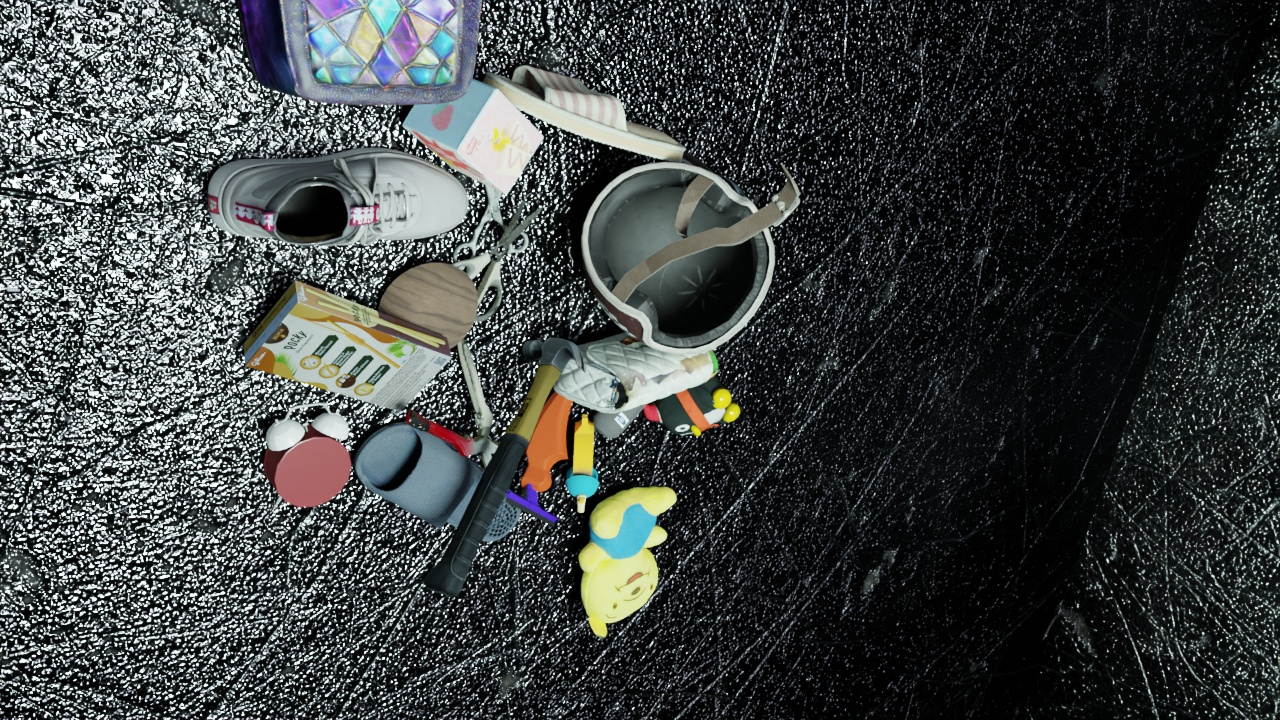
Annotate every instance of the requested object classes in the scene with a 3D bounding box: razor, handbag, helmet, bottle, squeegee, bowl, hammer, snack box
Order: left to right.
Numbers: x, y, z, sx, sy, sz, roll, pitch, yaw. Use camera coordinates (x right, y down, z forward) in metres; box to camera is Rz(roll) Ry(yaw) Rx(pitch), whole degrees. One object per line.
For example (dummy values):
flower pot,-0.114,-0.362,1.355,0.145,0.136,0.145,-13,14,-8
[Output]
snack box,-0.309,-0.010,0.980,0.101,0.031,0.185,-42,139,23
handbag,-0.256,-0.352,0.839,0.204,0.125,0.222,-11,115,-37
bowl,-0.235,-0.050,1.040,0.119,0.032,0.119,-19,130,-25
snack box,-0.176,-0.241,0.965,0.079,0.093,0.094,-58,149,-4
hammer,-0.155,0.114,1.066,0.025,0.118,0.332,43,60,-37
squeegee,-0.120,0.111,1.200,0.250,0.055,0.184,65,44,-72
bottle,-0.020,0.059,1.278,0.112,0.047,0.047,-48,132,-14
handbag,-0.007,0.007,1.185,0.194,0.139,0.072,-18,119,-49
helmet,0.050,-0.130,1.112,0.233,0.234,0.253,-54,155,-1
razor,0.084,-0.242,1.231,0.140,0.053,0.063,33,53,-39

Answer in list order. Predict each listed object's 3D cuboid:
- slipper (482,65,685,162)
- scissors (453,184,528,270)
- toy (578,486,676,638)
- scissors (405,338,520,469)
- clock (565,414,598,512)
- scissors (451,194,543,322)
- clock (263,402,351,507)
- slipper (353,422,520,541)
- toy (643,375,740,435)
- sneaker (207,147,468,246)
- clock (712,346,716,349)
slipper,-0.056,-0.286,1.049,0.262,0.115,0.052,10,113,-37
scissors,-0.181,-0.167,1.062,0.164,0.014,0.141,-45,134,-14
toy,-0.028,0.288,1.351,0.148,0.084,0.214,-15,120,-34
scissors,-0.204,0.066,1.097,0.199,0.015,0.179,26,61,-54
clock,-0.078,0.139,1.234,0.043,0.099,0.129,3,92,-4
scissors,-0.172,-0.114,1.081,0.163,0.012,0.154,-29,135,-24
clock,-0.366,0.105,1.008,0.087,0.044,0.125,-8,114,-38
slipper,-0.227,0.161,1.126,0.263,0.082,0.101,41,79,-44
toy,0.068,0.063,1.324,0.119,0.099,0.097,-33,151,4
sneaker,-0.275,-0.154,0.910,0.262,0.129,0.097,-9,115,-40
clock,0.068,-0.058,1.271,0.051,0.089,0.125,-22,124,-38
